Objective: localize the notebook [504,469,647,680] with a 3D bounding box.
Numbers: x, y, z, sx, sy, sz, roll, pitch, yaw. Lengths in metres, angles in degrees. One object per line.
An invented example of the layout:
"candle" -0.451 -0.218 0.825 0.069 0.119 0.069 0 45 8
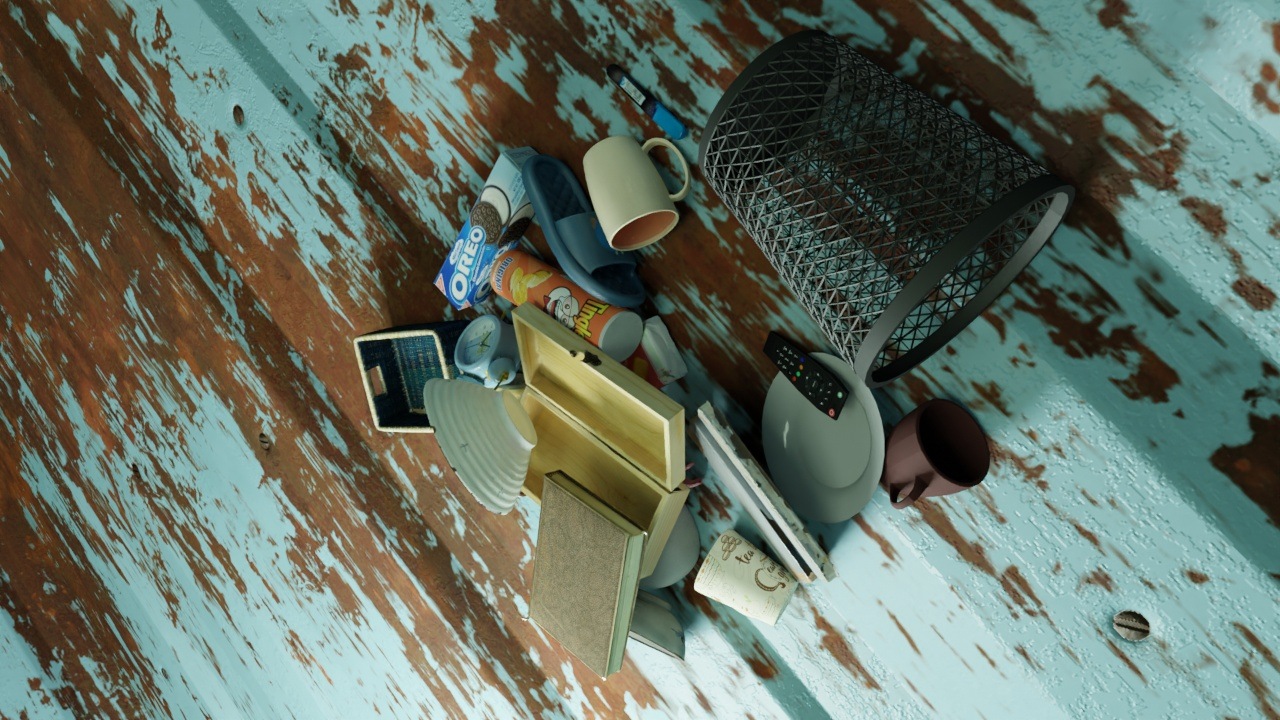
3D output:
"notebook" -0.083 0.242 1.072 0.190 0.034 0.216 28 121 35

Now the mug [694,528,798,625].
"mug" 0.122 0.263 1.057 0.097 0.080 0.122 28 142 19

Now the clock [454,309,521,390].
"clock" -0.194 -0.002 1.172 0.089 0.051 0.124 -21 51 28

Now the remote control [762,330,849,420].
"remote control" 0.167 0.012 0.936 0.124 0.010 0.039 48 130 44

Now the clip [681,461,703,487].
"clip" 0.046 0.137 1.095 0.058 0.022 0.035 -26 93 42

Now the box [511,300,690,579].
"box" -0.057 0.091 1.064 0.247 0.096 0.262 33 134 30

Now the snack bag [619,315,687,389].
"snack bag" -0.006 0.006 1.079 0.116 0.036 0.077 -31 86 40

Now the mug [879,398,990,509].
"mug" 0.260 0.101 0.865 0.087 0.113 0.089 43 143 -2

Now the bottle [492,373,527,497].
"bottle" -0.163 0.101 1.219 0.057 0.056 0.162 12 113 34

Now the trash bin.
"trash bin" 0.188 -0.139 0.777 0.243 0.216 0.218 49 129 22

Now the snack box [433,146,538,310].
"snack box" -0.184 -0.161 1.144 0.059 0.059 0.227 47 128 10

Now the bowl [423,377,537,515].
"bowl" -0.166 0.081 1.045 0.071 0.177 0.177 -30 86 7

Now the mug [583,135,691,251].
"mug" -0.002 -0.190 0.985 0.111 0.085 0.104 -27 76 13

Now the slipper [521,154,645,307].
"slipper" -0.063 -0.149 1.027 0.059 0.103 0.213 -41 76 36

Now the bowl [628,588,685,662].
"bowl" -0.001 0.320 1.148 0.151 0.151 0.056 13 68 34

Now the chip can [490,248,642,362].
"chip can" -0.091 -0.067 1.077 0.210 0.062 0.062 31 123 38

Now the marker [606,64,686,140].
"marker" 0.006 -0.278 0.984 0.123 0.015 0.018 47 124 18

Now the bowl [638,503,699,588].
"bowl" 0.001 0.221 1.129 0.132 0.064 0.132 14 113 34

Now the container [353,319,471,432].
"container" -0.306 0.022 1.291 0.188 0.071 0.145 -3 104 38

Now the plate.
"plate" 0.189 0.078 0.938 0.173 0.019 0.173 7 99 56

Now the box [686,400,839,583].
"box" 0.129 0.139 0.968 0.216 0.042 0.149 54 166 9
